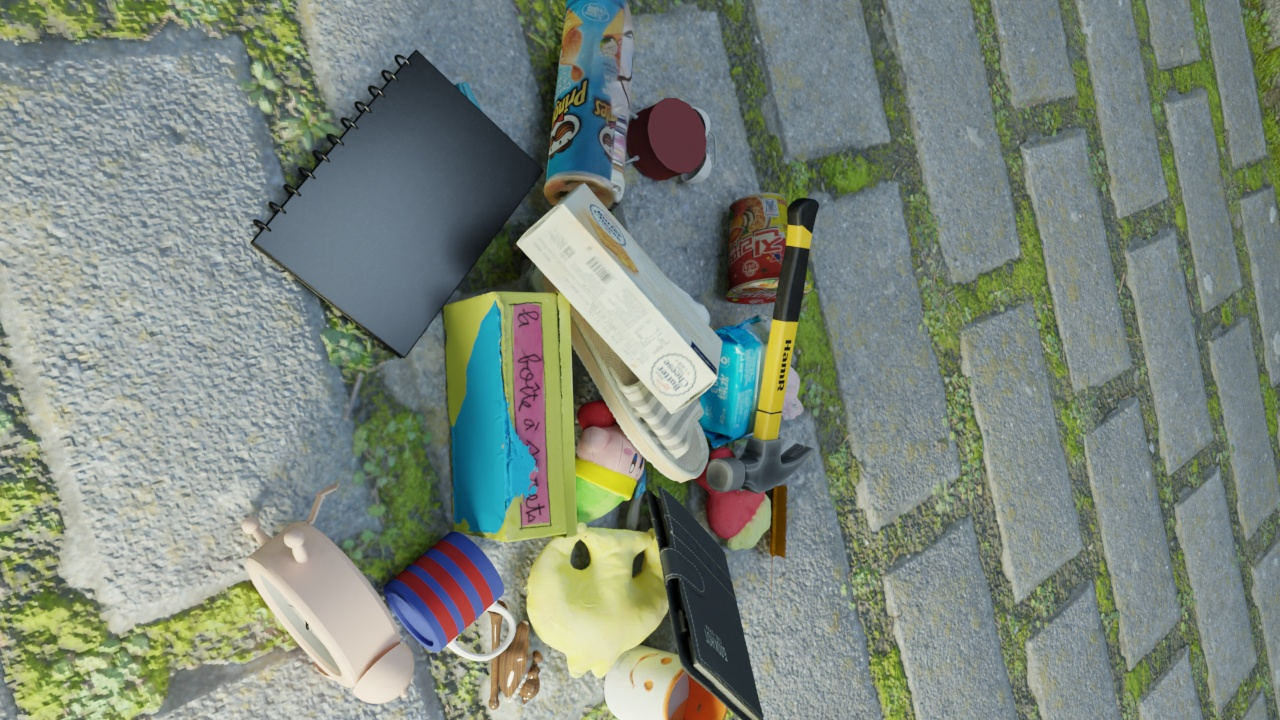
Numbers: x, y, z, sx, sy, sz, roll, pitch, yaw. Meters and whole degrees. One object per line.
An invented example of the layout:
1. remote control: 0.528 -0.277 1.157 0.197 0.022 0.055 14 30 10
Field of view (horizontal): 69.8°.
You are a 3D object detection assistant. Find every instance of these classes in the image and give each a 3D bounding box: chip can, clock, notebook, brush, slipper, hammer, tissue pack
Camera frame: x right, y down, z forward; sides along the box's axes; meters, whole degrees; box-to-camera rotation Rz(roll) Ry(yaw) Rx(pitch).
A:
1. chip can: -0.048 -0.263 0.927 0.079 0.080 0.229 18 67 -35
2. clock: 0.037 -0.245 1.028 0.124 0.044 0.087 1 85 -37
3. notebook: -0.213 -0.144 0.829 0.169 0.019 0.231 41 69 -24
4. brush: 0.163 0.212 1.089 0.017 0.048 0.126 2 84 5
5. slipper: -0.005 0.005 0.914 0.272 0.054 0.114 54 35 -19
6. notebook: 0.065 0.243 0.929 0.169 0.029 0.208 52 15 -40
7. hammer: 0.155 -0.014 1.001 0.169 0.034 0.324 -1 103 -49
8. tissue pack: 0.113 0.020 1.036 0.092 0.062 0.144 -13 114 -44
9. clock: -0.241 0.188 0.729 0.086 0.131 0.160 -32 105 -35

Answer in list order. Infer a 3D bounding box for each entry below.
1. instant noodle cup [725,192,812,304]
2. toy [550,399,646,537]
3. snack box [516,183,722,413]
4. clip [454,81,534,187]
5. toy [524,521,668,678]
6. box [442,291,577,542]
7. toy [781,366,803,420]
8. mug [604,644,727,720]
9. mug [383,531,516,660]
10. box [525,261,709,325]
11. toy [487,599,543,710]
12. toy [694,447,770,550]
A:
1. instant noodle cup: 0.142 -0.132 1.075 0.100 0.101 0.112 2 77 -37
2. toy: -0.042 0.118 0.934 0.124 0.097 0.131 45 45 -60
3. snack box: -0.012 -0.059 0.839 0.208 0.058 0.104 48 19 -11
4. clip: -0.146 -0.199 0.899 0.118 0.033 0.120 16 78 -32
5. toy: -0.041 0.238 0.915 0.170 0.065 0.155 13 88 -34
6. box: -0.120 0.052 0.839 0.079 0.125 0.221 -3 87 -35
7. toy: 0.160 0.018 1.099 0.063 0.047 0.110 -20 94 -59
8. mug: 0.025 0.340 0.935 0.082 0.105 0.082 4 84 -37
9. mug: -0.162 0.219 0.813 0.076 0.075 0.112 -39 89 -33
10. box: -0.020 -0.067 0.969 0.213 0.063 0.118 37 68 -30
11. toy: -0.120 0.281 0.872 0.054 0.041 0.102 1 94 -15
12. toy: 0.106 0.159 1.047 0.091 0.045 0.135 -52 121 -30
